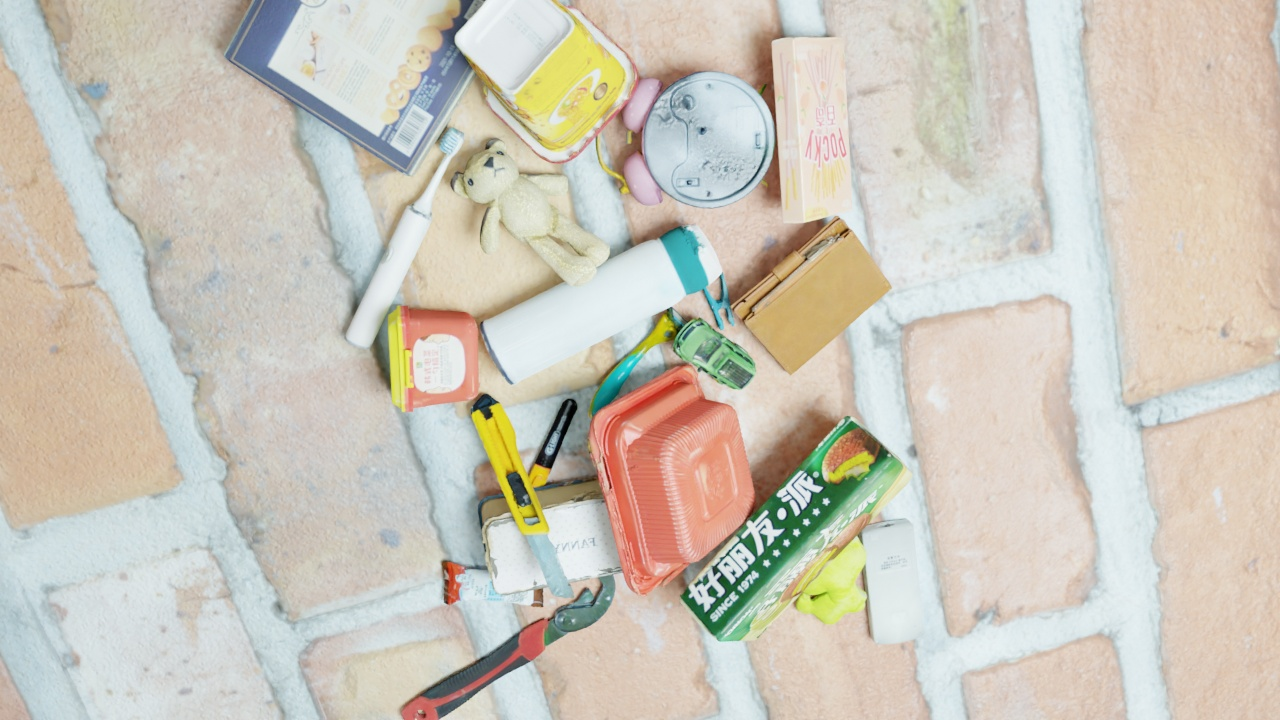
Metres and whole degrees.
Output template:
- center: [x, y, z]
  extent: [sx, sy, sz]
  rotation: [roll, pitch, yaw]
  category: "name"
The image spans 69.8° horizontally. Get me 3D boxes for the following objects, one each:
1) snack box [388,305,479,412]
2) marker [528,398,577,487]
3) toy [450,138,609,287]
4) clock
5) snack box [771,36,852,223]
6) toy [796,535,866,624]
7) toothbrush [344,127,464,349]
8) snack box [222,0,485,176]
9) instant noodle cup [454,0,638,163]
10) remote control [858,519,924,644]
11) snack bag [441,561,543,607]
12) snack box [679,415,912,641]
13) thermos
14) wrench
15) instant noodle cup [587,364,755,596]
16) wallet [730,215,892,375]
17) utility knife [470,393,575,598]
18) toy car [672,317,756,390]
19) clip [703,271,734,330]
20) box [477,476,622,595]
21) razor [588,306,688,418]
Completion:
- center: [-0.190, -0.003, 0.847]
  extent: [0.080, 0.082, 0.091]
  rotation: [-2, 105, -14]
  category: "snack box"
- center: [-0.091, 0.094, 0.909]
  extent: [0.018, 0.015, 0.124]
  rotation: [22, 102, -10]
  category: "marker"
- center: [-0.096, -0.129, 0.818]
  extent: [0.157, 0.066, 0.105]
  rotation: [42, 77, 4]
  category: "toy"
- center: [0.039, -0.197, 0.824]
  extent: [0.158, 0.059, 0.117]
  rotation: [-3, 105, -5]
  category: "clock"
- center: [0.155, -0.206, 0.821]
  extent: [0.084, 0.026, 0.157]
  rotation: [-21, 110, -44]
  category: "snack box"
- center: [0.196, 0.226, 0.953]
  extent: [0.097, 0.031, 0.100]
  rotation: [-32, 102, 14]
  category: "toy"
- center: [-0.215, -0.111, 0.843]
  extent: [0.026, 0.027, 0.221]
  rotation: [17, 106, -48]
  category: "toothbrush"
- center: [-0.230, -0.284, 0.790]
  extent: [0.182, 0.045, 0.178]
  rotation: [33, 99, -11]
  category: "snack box"
- center: [-0.081, -0.244, 0.755]
  extent: [0.116, 0.123, 0.116]
  rotation: [-46, 76, 7]
  category: "instant noodle cup"
- center: [0.264, 0.234, 0.966]
  extent: [0.056, 0.019, 0.135]
  rotation: [-11, 104, -2]
  category: "remote control"
- center: [-0.150, 0.228, 0.932]
  extent: [0.104, 0.026, 0.048]
  rotation: [1, 99, -5]
  category: "snack bag"
- center: [0.153, 0.168, 0.887]
  extent: [0.240, 0.114, 0.063]
  rotation: [-48, 61, 6]
  category: "snack box"
- center: [-0.033, -0.054, 0.850]
  extent: [0.224, 0.073, 0.073]
  rotation: [-26, 104, 3]
  category: "thermos"
- center: [-0.135, 0.304, 0.957]
  extent: [0.273, 0.016, 0.056]
  rotation: [-37, 102, 5]
  category: "wrench"
- center: [0.039, 0.111, 0.849]
  extent: [0.079, 0.164, 0.189]
  rotation: [0, 111, 40]
  category: "instant noodle cup"
- center: [0.163, -0.059, 0.867]
  extent: [0.132, 0.031, 0.108]
  rotation: [-42, 126, 7]
  category: "wallet"
- center: [-0.109, 0.123, 0.852]
  extent: [0.033, 0.015, 0.216]
  rotation: [-22, 68, -12]
  category: "utility knife"
- center: [0.072, -0.004, 0.879]
  extent: [0.091, 0.036, 0.043]
  rotation: [32, 102, -29]
  category: "toy car"
- center: [0.075, -0.056, 0.885]
  extent: [0.041, 0.014, 0.056]
  rotation: [-17, 103, 1]
  category: "clip"
- center: [-0.075, 0.169, 0.896]
  extent: [0.184, 0.060, 0.090]
  rotation: [-6, 106, -8]
  category: "box"
- center: [-0.005, 0.005, 0.886]
  extent: [0.132, 0.028, 0.043]
  rotation: [-47, 132, 5]
  category: "razor"
